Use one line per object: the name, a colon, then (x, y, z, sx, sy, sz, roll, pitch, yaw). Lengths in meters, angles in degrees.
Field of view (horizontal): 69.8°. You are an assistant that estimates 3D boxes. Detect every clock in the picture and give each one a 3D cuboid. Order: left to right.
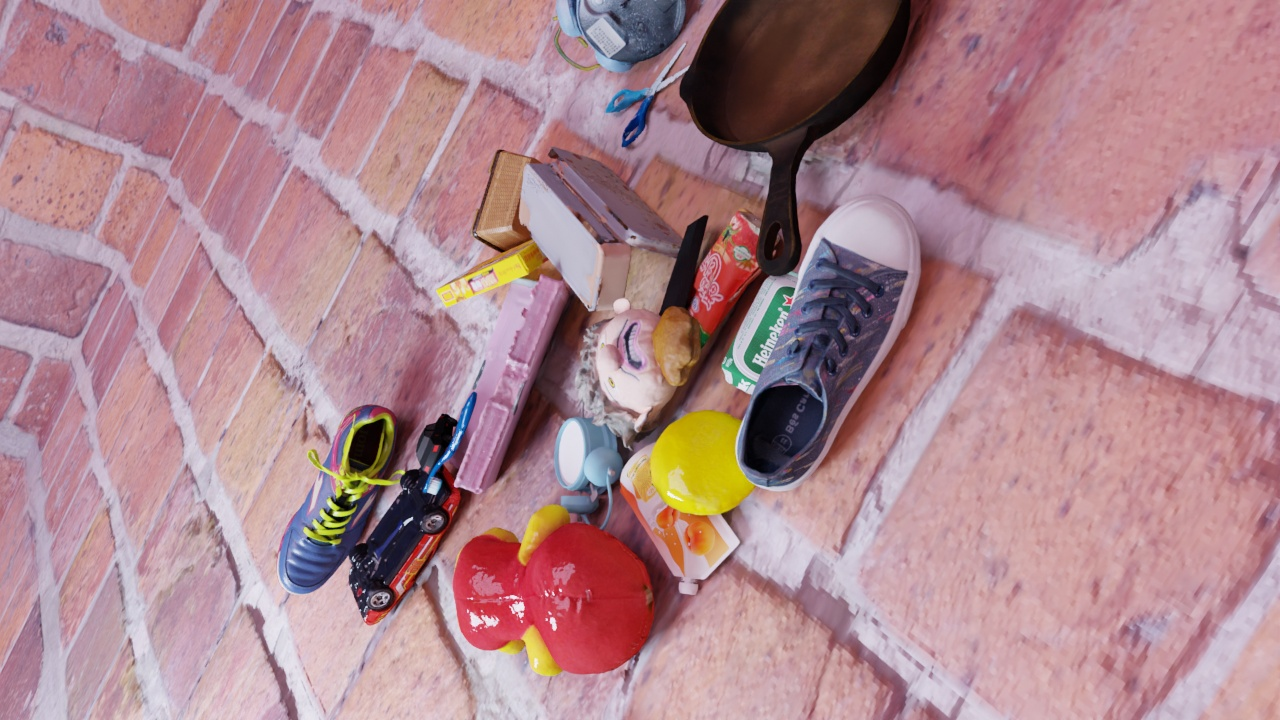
clock: (-0.045, 0.102, 0.844, 0.088, 0.042, 0.123, -57, 38, 37)
clock: (-0.024, -0.376, 0.992, 0.162, 0.118, 0.060, -34, 39, 23)

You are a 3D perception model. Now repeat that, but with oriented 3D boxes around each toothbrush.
toothbrush: (-0.195, 0.087, 0.952, 0.132, 0.016, 0.021, -60, 15, 20)

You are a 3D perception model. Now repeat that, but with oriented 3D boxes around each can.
can: (0.107, -0.021, 0.737, 0.053, 0.053, 0.101, 32, 97, 48)

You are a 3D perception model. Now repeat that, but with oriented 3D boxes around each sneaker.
sneaker: (-0.362, 0.163, 1.094, 0.091, 0.116, 0.241, -4, 63, 56)
sneaker: (0.135, -0.009, 0.663, 0.087, 0.079, 0.235, 25, 97, 13)

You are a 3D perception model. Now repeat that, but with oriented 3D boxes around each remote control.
remote control: (0.037, -0.075, 0.836, 0.039, 0.010, 0.124, -20, 51, 67)

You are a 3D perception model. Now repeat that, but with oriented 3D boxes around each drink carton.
drink carton: (0.031, 0.130, 0.768, 0.069, 0.038, 0.122, -50, 50, 17)

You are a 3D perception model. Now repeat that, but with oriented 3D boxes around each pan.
pan: (0.135, -0.223, 0.790, 0.249, 0.043, 0.355, -16, 57, 41)

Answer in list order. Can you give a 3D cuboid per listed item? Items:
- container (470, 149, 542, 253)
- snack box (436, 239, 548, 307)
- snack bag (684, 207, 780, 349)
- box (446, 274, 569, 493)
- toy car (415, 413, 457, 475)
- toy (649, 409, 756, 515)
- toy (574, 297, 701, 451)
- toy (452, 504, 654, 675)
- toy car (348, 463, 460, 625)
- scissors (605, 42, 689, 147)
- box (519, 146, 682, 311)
container: (-0.143, -0.185, 1.071, 0.061, 0.063, 0.114, 7, 77, 40)
snack box: (-0.159, -0.104, 1.042, 0.153, 0.025, 0.075, -15, 19, 41)
snack bag: (0.064, -0.058, 0.817, 0.155, 0.044, 0.087, -57, 29, 21)
box: (-0.142, 0.021, 0.986, 0.233, 0.059, 0.179, -68, 17, -1)
toy car: (-0.226, 0.089, 1.010, 0.042, 0.036, 0.091, -64, 17, 17)
toy: (0.052, 0.082, 0.743, 0.094, 0.041, 0.095, -17, 53, 6)
toy: (-0.005, 0.005, 0.792, 0.176, 0.076, 0.132, -35, 65, 55)
toy: (-0.078, 0.203, 0.793, 0.217, 0.098, 0.147, -12, 89, 44)
toy car: (-0.264, 0.200, 1.021, 0.189, 0.056, 0.081, -56, 43, 10)
scissors: (0.013, -0.281, 0.989, 0.133, 0.015, 0.109, -22, 53, 33)
box: (-0.055, -0.133, 0.929, 0.107, 0.094, 0.216, -55, 42, 15)
